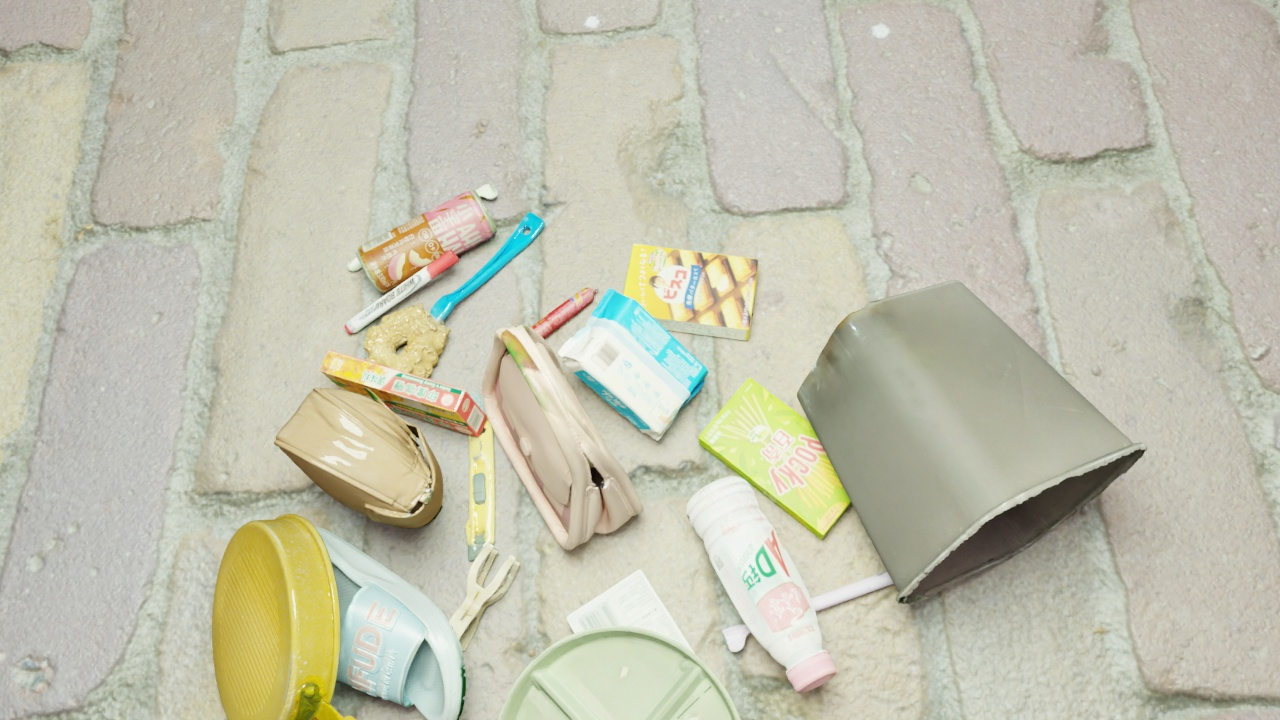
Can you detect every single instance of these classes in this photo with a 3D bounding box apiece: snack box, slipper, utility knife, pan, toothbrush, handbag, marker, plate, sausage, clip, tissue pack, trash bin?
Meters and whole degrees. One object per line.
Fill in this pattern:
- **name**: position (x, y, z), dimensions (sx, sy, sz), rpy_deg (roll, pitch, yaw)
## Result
- **snack box**: position (0.007, 0.281, 0.844), dimensions (0.084, 0.027, 0.156), rpy_deg (-32, 70, -9)
- **slipper**: position (-0.254, 0.240, 0.832), dimensions (0.245, 0.104, 0.074), rpy_deg (32, 31, 20)
- **utility knife**: position (-0.164, 0.114, 0.934), dimensions (0.031, 0.019, 0.176), rpy_deg (-4, 62, -2)
- **pan**: position (-0.267, 0.277, 0.767), dimensions (0.357, 0.078, 0.198), rpy_deg (42, 116, 41)
- **toothbrush**: position (0.168, 0.230, 0.860), dimensions (0.189, 0.021, 0.029), rpy_deg (-19, 35, -6)
- **handbag**: position (-0.247, 0.090, 0.849), dimensions (0.148, 0.205, 0.099), rpy_deg (32, 74, -1)
- **snack box**: position (0.143, 0.096, 0.914), dimensions (0.156, 0.026, 0.085), rpy_deg (38, 75, 17)
- **marker**: position (-0.260, -0.074, 0.997), dimensions (0.145, 0.017, 0.017), rpy_deg (-34, 69, 4)
- **plate**: position (-0.018, 0.348, 0.794), dimensions (0.230, 0.027, 0.230), rpy_deg (-4, 74, 15)
- **sausage**: position (-0.106, -0.033, 0.987), dimensions (0.155, 0.020, 0.020), rpy_deg (-39, 70, -13)
- **snack box**: position (-0.239, 0.033, 0.929), dimensions (0.156, 0.077, 0.027), rpy_deg (15, 70, 14)
- **handbag**: position (-0.080, 0.053, 0.831), dimensions (0.093, 0.234, 0.193), rpy_deg (-28, 67, -13)
- **clip**: position (-0.155, 0.221, 0.861), dimensions (0.034, 0.077, 0.103), rpy_deg (27, 60, 13)
- **tissue pack**: position (-0.005, 0.005, 0.921), dimensions (0.140, 0.063, 0.089), rpy_deg (42, 73, -13)
- **trash bin**: position (0.273, 0.066, 0.825), dimensions (0.198, 0.199, 0.219), rpy_deg (-15, 57, -26)
- **snack box**: position (0.053, -0.074, 0.987), dimensions (0.140, 0.034, 0.086), rpy_deg (7, 67, 8)
- **toothbrush**: position (-0.248, -0.151, 1.046), dimensions (0.189, 0.020, 0.029), rpy_deg (-31, 39, -8)

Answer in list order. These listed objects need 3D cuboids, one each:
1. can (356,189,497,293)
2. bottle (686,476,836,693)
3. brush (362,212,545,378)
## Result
- **can**: position (-0.235, -0.132, 1.012), dimensions (0.147, 0.058, 0.058), rpy_deg (-29, 69, -6)
- **bottle**: position (0.111, 0.202, 0.835), dimensions (0.068, 0.068, 0.196), rpy_deg (-24, 60, -7)
- **brush**: position (-0.197, -0.072, 1.003), dimensions (0.083, 0.046, 0.254), rpy_deg (35, 70, 20)
